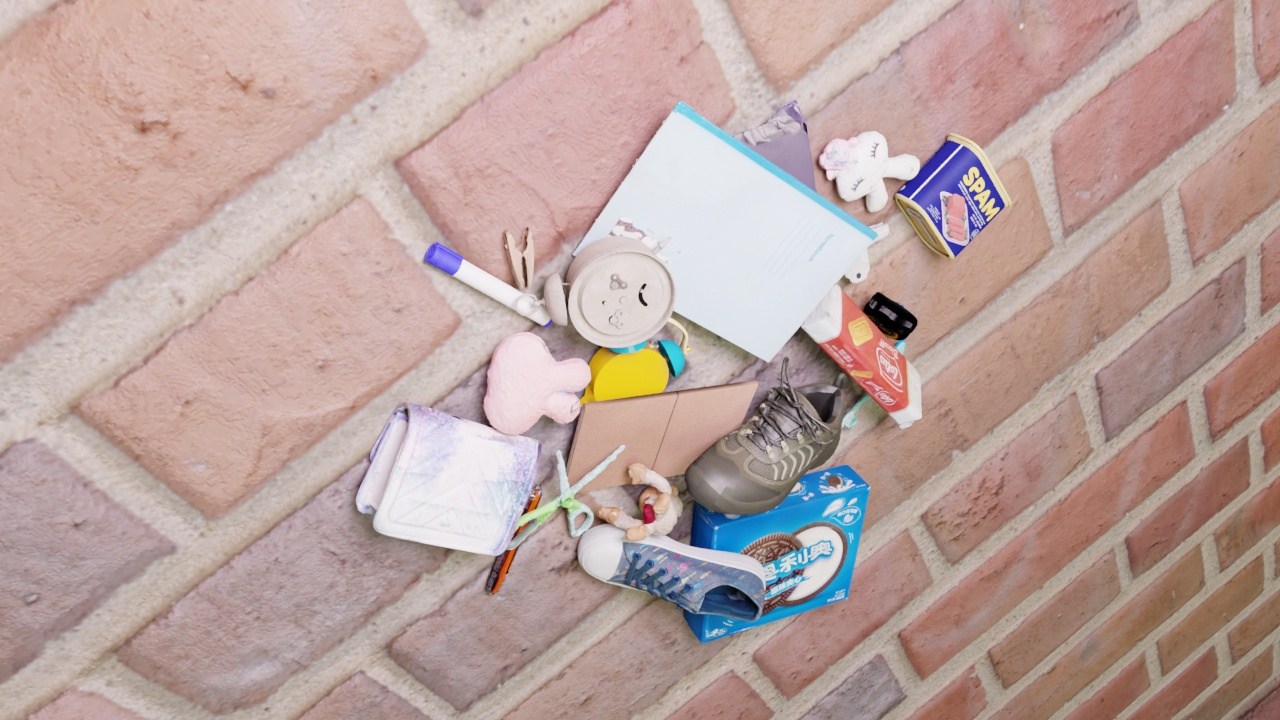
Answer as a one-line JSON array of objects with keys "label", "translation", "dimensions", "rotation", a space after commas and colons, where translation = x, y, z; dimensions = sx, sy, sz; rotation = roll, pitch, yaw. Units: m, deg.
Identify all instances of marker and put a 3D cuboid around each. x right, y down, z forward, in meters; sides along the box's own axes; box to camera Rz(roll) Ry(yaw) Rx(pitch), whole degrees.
[{"label": "marker", "translation": [-0.139, -0.070, 0.866], "dimensions": [0.141, 0.020, 0.020], "rotation": [30, 101, -37]}]

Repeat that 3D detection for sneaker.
[{"label": "sneaker", "translation": [0.038, 0.259, 1.077], "dimensions": [0.235, 0.079, 0.088], "rotation": [15, 118, -10]}, {"label": "sneaker", "translation": [0.161, 0.079, 1.022], "dimensions": [0.237, 0.101, 0.143], "rotation": [-24, 145, -38]}]

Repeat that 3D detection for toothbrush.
[{"label": "toothbrush", "translation": [0.297, 0.032, 1.163], "dimensions": [0.022, 0.017, 0.135], "rotation": [26, 104, -32]}]

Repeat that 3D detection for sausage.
[{"label": "sausage", "translation": [-0.142, 0.202, 1.024], "dimensions": [0.020, 0.020, 0.155], "rotation": [12, 111, -33]}]

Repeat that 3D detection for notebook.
[{"label": "notebook", "translation": [0.021, 0.086, 1.027], "dimensions": [0.208, 0.008, 0.142], "rotation": [-7, 136, -25]}, {"label": "notebook", "translation": [0.087, -0.116, 0.909], "dimensions": [0.253, 0.009, 0.181], "rotation": [27, 115, -23]}]

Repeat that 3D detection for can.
[{"label": "can", "translation": [0.354, -0.183, 1.043], "dimensions": [0.092, 0.056, 0.116], "rotation": [-46, 129, 4]}]

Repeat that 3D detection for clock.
[{"label": "clock", "translation": [-0.043, -0.068, 0.882], "dimensions": [0.156, 0.061, 0.103], "rotation": [-10, 124, -9]}, {"label": "clock", "translation": [-0.006, 0.006, 0.969], "dimensions": [0.099, 0.043, 0.130], "rotation": [23, 112, -36]}]

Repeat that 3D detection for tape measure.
[{"label": "tape measure", "translation": [0.295, -0.052, 1.084], "dimensions": [0.034, 0.062, 0.061], "rotation": [-53, 172, -6]}]

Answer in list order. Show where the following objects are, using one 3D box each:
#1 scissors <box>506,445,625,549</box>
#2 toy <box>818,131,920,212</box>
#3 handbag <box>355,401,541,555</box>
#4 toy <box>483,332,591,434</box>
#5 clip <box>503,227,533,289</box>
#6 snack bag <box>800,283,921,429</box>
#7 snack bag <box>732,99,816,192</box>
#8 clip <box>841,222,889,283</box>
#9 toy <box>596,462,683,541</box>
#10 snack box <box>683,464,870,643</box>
[{"label": "scissors", "translation": [-0.080, 0.151, 1.006], "dimensions": [0.171, 0.023, 0.172], "rotation": [-38, 141, 0]}, {"label": "toy", "translation": [0.241, -0.204, 0.982], "dimensions": [0.122, 0.038, 0.079], "rotation": [15, 116, -31]}, {"label": "handbag", "translation": [-0.190, 0.118, 0.923], "dimensions": [0.158, 0.069, 0.126], "rotation": [22, 91, -36]}, {"label": "toy", "translation": [-0.103, 0.026, 0.914], "dimensions": [0.105, 0.053, 0.108], "rotation": [10, 107, -21]}, {"label": "clip", "translation": [-0.116, -0.097, 0.860], "dimensions": [0.052, 0.026, 0.059], "rotation": [28, 101, -35]}, {"label": "snack bag", "translation": [0.261, -0.009, 1.072], "dimensions": [0.041, 0.077, 0.225], "rotation": [-23, 132, 37]}, {"label": "snack bag", "translation": [0.139, -0.152, 0.943], "dimensions": [0.096, 0.058, 0.206], "rotation": [-26, 127, -12]}, {"label": "clip", "translation": [0.240, -0.116, 1.034], "dimensions": [0.101, 0.045, 0.056], "rotation": [-18, 112, -17]}, {"label": "toy", "translation": [0.016, 0.161, 1.054], "dimensions": [0.105, 0.074, 0.085], "rotation": [9, 110, -56]}, {"label": "snack box", "translation": [0.178, 0.251, 1.202], "dimensions": [0.238, 0.056, 0.196], "rotation": [-10, 121, -22]}]
